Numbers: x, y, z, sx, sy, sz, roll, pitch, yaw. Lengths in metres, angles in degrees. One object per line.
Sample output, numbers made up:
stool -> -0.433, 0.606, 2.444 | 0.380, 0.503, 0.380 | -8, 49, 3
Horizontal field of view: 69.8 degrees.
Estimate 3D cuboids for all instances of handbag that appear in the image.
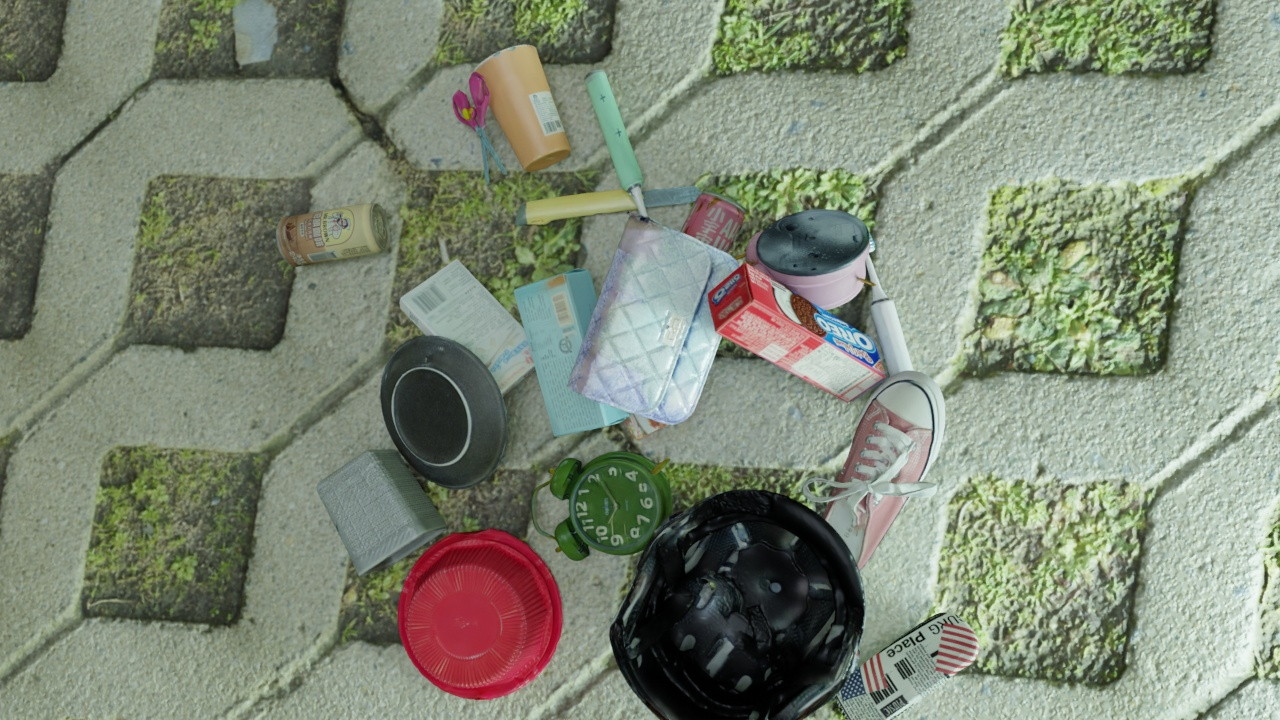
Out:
handbag -> 0.017, -0.039, 0.938 | 0.134, 0.075, 0.194 | 19, 91, -19

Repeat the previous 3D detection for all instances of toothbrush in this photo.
toothbrush -> 0.271, -0.035, 1.002 | 0.026, 0.027, 0.221 | -14, 85, -18
toothbrush -> -0.017, -0.224, 1.030 | 0.027, 0.026, 0.224 | -16, 80, -19

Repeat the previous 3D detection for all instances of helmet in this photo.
helmet -> 0.111, 0.251, 0.936 | 0.230, 0.156, 0.274 | 34, 102, 15

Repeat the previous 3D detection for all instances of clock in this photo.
clock -> -0.041, 0.161, 1.013 | 0.161, 0.056, 0.116 | -6, 86, 6
clock -> 0.166, -0.103, 0.975 | 0.159, 0.117, 0.060 | -5, 132, 13

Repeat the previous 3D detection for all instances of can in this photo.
can -> -0.353, -0.145, 1.057 | 0.116, 0.058, 0.058 | -9, 87, 6
can -> 0.060, -0.111, 1.012 | 0.058, 0.058, 0.147 | 27, 91, 6

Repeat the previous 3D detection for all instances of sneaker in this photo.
sneaker -> 0.243, 0.124, 0.954 | 0.118, 0.087, 0.241 | 27, 98, 17

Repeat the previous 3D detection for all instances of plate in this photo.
plate -> -0.225, 0.061, 1.014 | 0.180, 0.024, 0.179 | 8, 107, 28

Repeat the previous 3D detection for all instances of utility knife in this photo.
utility knife -> -0.037, -0.179, 1.045 | 0.221, 0.022, 0.031 | -6, 90, 12

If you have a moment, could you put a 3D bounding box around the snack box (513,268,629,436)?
snack box -> -0.075, -0.008, 1.005 | 0.074, 0.051, 0.175 | -14, 92, 35

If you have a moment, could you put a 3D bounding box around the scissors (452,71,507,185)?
scissors -> -0.179, -0.264, 1.031 | 0.017, 0.130, 0.133 | -20, 68, -29

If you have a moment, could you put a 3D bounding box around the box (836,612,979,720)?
box -> 0.278, 0.325, 0.959 | 0.163, 0.083, 0.075 | -37, 78, 6

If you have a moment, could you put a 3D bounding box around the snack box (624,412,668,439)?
snack box -> -0.006, 0.006, 1.030 | 0.075, 0.025, 0.153 | -26, 85, 4

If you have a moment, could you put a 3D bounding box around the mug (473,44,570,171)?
mug -> -0.128, -0.281, 1.033 | 0.078, 0.078, 0.123 | -25, 90, 4

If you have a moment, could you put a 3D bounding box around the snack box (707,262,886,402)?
snack box -> 0.162, -0.023, 0.935 | 0.058, 0.207, 0.057 | -40, 39, 32

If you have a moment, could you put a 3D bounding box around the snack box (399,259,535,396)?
snack box -> -0.187, -0.034, 1.032 | 0.157, 0.027, 0.084 | 46, 62, 6

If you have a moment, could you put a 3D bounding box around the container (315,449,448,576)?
container -> -0.291, 0.165, 1.025 | 0.090, 0.090, 0.114 | -33, 81, 3

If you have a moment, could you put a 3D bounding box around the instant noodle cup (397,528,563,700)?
instant noodle cup -> -0.187, 0.287, 1.020 | 0.194, 0.066, 0.193 | 0, 87, 7
